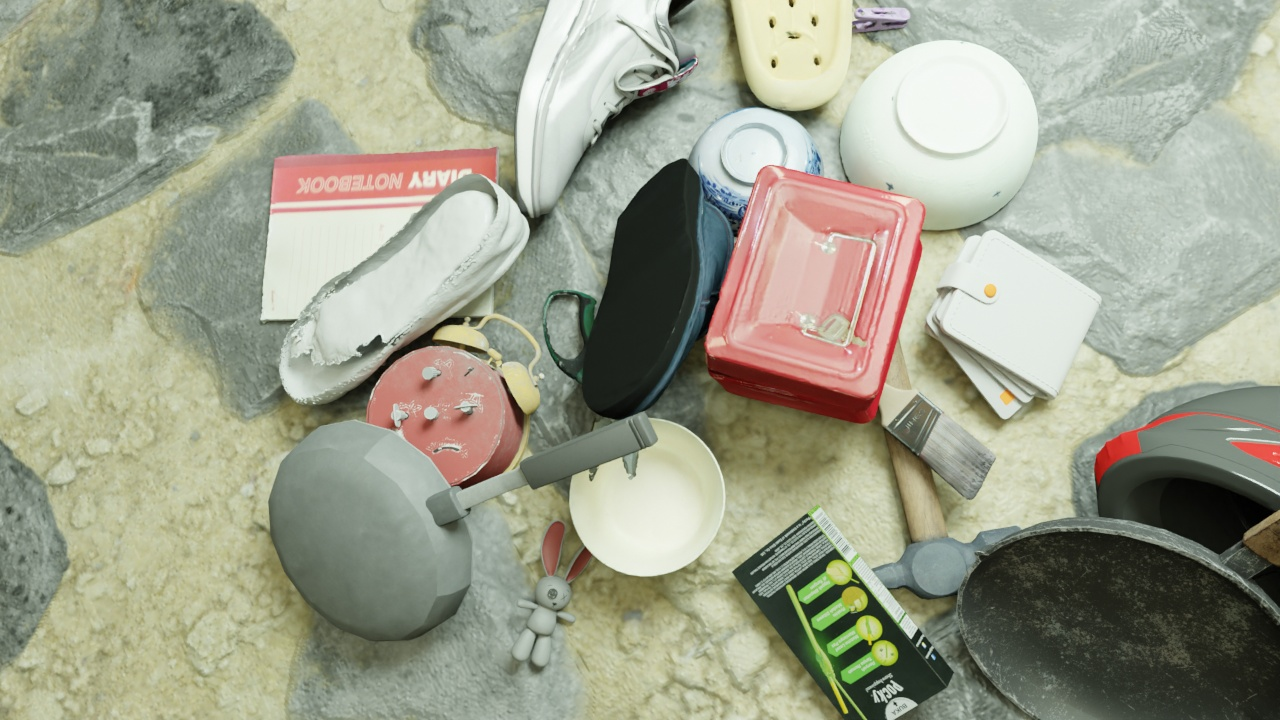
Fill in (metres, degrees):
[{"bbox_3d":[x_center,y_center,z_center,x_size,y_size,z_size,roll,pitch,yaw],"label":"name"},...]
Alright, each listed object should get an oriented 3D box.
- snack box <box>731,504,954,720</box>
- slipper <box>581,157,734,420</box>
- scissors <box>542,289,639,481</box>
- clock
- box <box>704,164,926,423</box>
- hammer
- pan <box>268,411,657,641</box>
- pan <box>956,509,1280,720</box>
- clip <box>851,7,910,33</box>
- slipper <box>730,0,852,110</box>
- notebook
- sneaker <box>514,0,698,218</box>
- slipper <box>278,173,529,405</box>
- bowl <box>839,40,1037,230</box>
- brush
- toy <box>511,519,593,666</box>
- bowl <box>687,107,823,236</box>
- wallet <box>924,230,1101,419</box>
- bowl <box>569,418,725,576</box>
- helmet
[{"bbox_3d":[0.144,0.189,0.666,0.080,0.025,0.147,-45,75,26],"label":"snack box"},{"bbox_3d":[0.028,-0.049,0.675,0.083,0.264,0.109,38,124,-23],"label":"slipper"},{"bbox_3d":[0.001,0.006,0.704,0.142,0.015,0.209,-14,51,-3],"label":"scissors"},{"bbox_3d":[-0.144,0.034,0.723,0.117,0.081,0.159,37,86,13],"label":"clock"},{"bbox_3d":[0.128,-0.043,0.670,0.135,0.112,0.157,16,75,16],"label":"box"},{"bbox_3d":[0.192,0.019,0.707,0.129,0.040,0.321,-13,77,9],"label":"hammer"},{"bbox_3d":[-0.140,0.104,0.645,0.358,0.041,0.178,-23,96,29],"label":"pan"},{"bbox_3d":[0.336,0.130,0.542,0.207,0.358,0.040,36,46,11],"label":"pan"},{"bbox_3d":[0.198,-0.287,0.765,0.052,0.042,0.014,-10,76,19],"label":"clip"},{"bbox_3d":[0.122,-0.333,0.753,0.111,0.079,0.261,-2,74,9],"label":"slipper"},{"bbox_3d":[-0.226,-0.109,0.797,0.209,0.012,0.153,-1,81,8],"label":"notebook"},{"bbox_3d":[-0.025,-0.233,0.756,0.129,0.097,0.263,19,87,0],"label":"sneaker"},{"bbox_3d":[-0.193,-0.050,0.735,0.247,0.074,0.112,-38,48,11],"label":"slipper"},{"bbox_3d":[0.238,-0.186,0.719,0.153,0.073,0.153,-2,78,7],"label":"bowl"},{"bbox_3d":[0.195,0.039,0.678,0.151,0.012,0.039,43,93,20],"label":"brush"},{"bbox_3d":[-0.068,0.181,0.712,0.049,0.030,0.111,22,85,-18],"label":"toy"},{"bbox_3d":[0.092,-0.160,0.747,0.114,0.045,0.114,-1,79,7],"label":"bowl"},{"bbox_3d":[0.272,-0.022,0.689,0.118,0.037,0.115,29,84,-8],"label":"wallet"},{"bbox_3d":[0.008,0.105,0.699,0.115,0.062,0.115,-2,79,7],"label":"bowl"},{"bbox_3d":[0.442,0.110,0.588,0.169,0.165,0.264,-33,68,-30],"label":"helmet"}]
